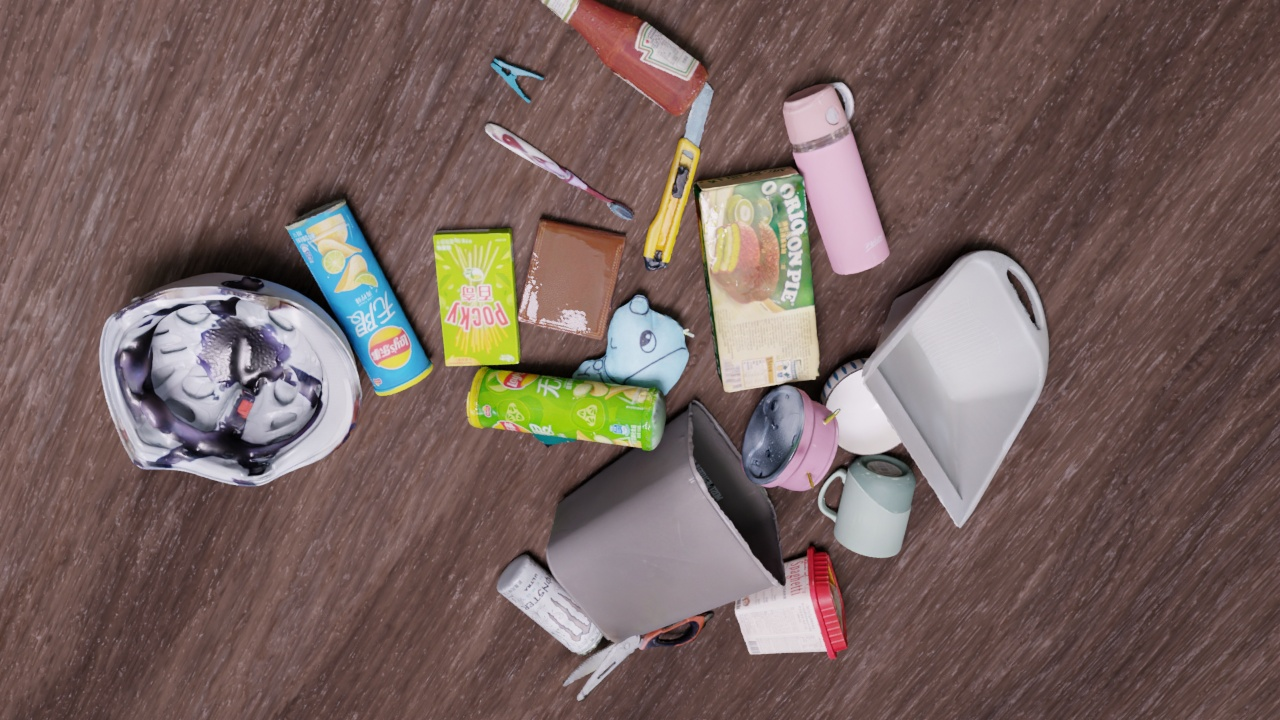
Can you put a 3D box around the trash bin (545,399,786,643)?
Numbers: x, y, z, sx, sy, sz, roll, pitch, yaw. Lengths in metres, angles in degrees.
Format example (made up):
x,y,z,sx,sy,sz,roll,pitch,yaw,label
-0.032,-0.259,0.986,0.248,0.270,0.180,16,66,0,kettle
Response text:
x,y,z,sx,sy,sz,roll,pitch,yaw,label
0.027,0.199,1.079,0.220,0.198,0.199,-31,108,17,trash bin

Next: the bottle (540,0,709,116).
x,y,z,sx,sy,sz,roll,pitch,yaw,label
-0.027,-0.328,0.928,0.206,0.059,0.060,33,106,-12,bottle

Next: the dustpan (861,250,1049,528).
x,y,z,sx,sy,sz,roll,pitch,yaw,label
0.370,0.004,1.013,0.143,0.257,0.223,-25,113,32,dustpan

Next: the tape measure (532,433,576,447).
x,y,z,sx,sy,sz,roll,pitch,yaw,label
-0.105,0.075,1.102,0.054,0.025,0.058,-11,111,0,tape measure

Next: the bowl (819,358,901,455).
x,y,z,sx,sy,sz,roll,pitch,yaw,label
0.266,0.047,1.089,0.116,0.066,0.117,-1,113,-3,bowl

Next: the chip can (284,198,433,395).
x,y,z,sx,sy,sz,roll,pitch,yaw,label
-0.306,-0.068,1.009,0.071,0.071,0.210,-21,111,5,chip can

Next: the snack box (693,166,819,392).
x,y,z,sx,sy,sz,roll,pitch,yaw,label
0.131,-0.089,1.029,0.114,0.063,0.240,-10,112,0,snack box

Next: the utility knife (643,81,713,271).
x,y,z,sx,sy,sz,roll,pitch,yaw,label
0.041,-0.199,1.006,0.033,0.015,0.218,12,110,-11,utility knife

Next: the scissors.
x,y,z,sx,sy,sz,roll,pitch,yaw,label
0.003,0.362,1.194,0.213,0.015,0.197,10,100,-26,scissors

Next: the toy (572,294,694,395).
x,y,z,sx,sy,sz,roll,pitch,yaw,label
-0.006,0.006,1.066,0.156,0.049,0.161,-15,109,11,toy

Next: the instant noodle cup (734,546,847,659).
x,y,z,sx,sy,sz,roll,pitch,yaw,label
0.191,0.316,1.174,0.124,0.116,0.117,-14,112,14,instant noodle cup

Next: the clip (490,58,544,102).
x,y,z,sx,sy,sz,roll,pitch,yaw,label
-0.131,-0.297,0.958,0.055,0.013,0.034,28,107,-13,clip

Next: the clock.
x,y,z,sx,sy,sz,roll,pitch,yaw,label
0.163,0.091,1.054,0.059,0.159,0.117,21,85,-22,clock

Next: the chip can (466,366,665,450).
x,y,z,sx,sy,sz,roll,pitch,yaw,label
-0.081,0.054,1.041,0.221,0.072,0.073,6,112,10,chip can

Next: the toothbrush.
x,y,z,sx,sy,sz,roll,pitch,yaw,label
-0.086,-0.203,0.996,0.187,0.017,0.016,30,106,-15,toothbrush

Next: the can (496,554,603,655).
x,y,z,sx,sy,sz,roll,pitch,yaw,label
-0.114,0.314,1.179,0.058,0.058,0.146,-41,108,12,can

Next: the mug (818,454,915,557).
x,y,z,sx,sy,sz,roll,pitch,yaw,label
0.278,0.173,1.139,0.112,0.082,0.106,16,114,24,mug

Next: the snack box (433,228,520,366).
x,y,z,sx,sy,sz,roll,pitch,yaw,label
-0.183,-0.070,1.039,0.086,0.026,0.156,-1,112,-2,snack box

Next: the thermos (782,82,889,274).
x,y,z,sx,sy,sz,roll,pitch,yaw,label
0.217,-0.200,0.994,0.087,0.067,0.199,-33,112,-25,thermos

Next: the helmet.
x,y,z,sx,sy,sz,roll,pitch,yaw,label
-0.427,0.007,0.992,0.258,0.145,0.229,-3,113,-8,helmet

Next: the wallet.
x,y,z,sx,sy,sz,roll,pitch,yaw,label
-0.077,-0.091,1.027,0.101,0.032,0.124,12,99,-8,wallet
